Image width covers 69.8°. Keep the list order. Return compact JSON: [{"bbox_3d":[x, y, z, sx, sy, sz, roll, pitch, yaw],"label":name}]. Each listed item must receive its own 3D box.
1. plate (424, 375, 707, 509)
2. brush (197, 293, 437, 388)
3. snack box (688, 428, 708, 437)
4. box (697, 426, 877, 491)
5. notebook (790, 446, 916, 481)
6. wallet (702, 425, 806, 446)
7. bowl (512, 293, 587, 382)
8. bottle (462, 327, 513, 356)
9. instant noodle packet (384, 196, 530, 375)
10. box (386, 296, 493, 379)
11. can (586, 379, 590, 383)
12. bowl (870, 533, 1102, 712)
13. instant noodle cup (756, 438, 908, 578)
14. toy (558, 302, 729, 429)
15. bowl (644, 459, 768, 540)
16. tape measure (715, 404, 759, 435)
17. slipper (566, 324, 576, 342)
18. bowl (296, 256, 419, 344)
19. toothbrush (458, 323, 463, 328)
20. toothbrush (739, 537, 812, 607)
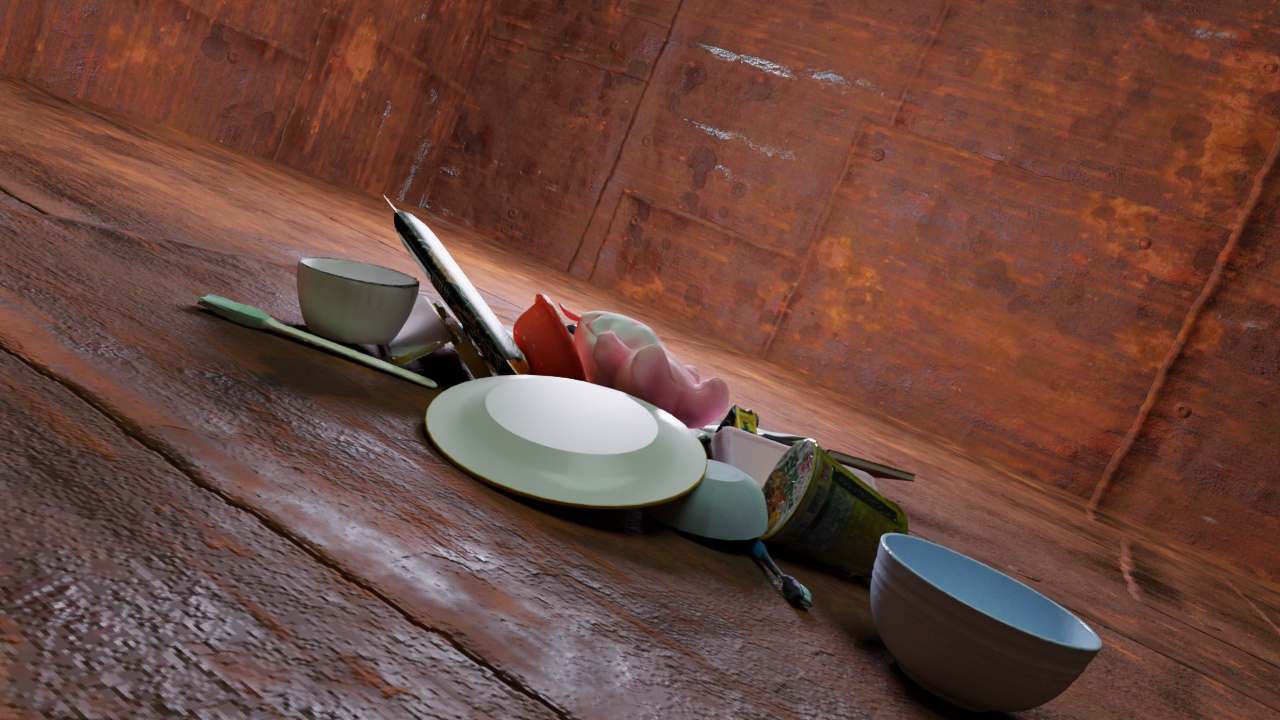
[{"bbox_3d":[-0.057,0.052,0.742,0.230,0.021,0.229,11,20,-4],"label":"plate"},{"bbox_3d":[-0.289,-0.015,0.835,0.217,0.012,0.033,22,7,-14],"label":"brush"},{"bbox_3d":[0.009,0.074,0.990,0.141,0.032,0.051,22,7,-2],"label":"snack box"},{"bbox_3d":[0.135,0.132,0.925,0.201,0.103,0.100,19,47,-26],"label":"box"},{"bbox_3d":[0.183,0.113,1.044,0.141,0.008,0.210,18,-11,-33],"label":"notebook"},{"bbox_3d":[0.140,0.100,1.137,0.086,0.032,0.116,9,-2,-31],"label":"wallet"},{"bbox_3d":[-0.104,-0.005,0.998,0.045,0.130,0.130,-24,24,-15],"label":"bowl"},{"bbox_3d":[-0.167,-0.017,1.103,0.116,0.041,0.041,26,8,27],"label":"bottle"},{"bbox_3d":[-0.177,-0.058,0.931,0.221,0.032,0.160,53,-6,6],"label":"instant noodle packet"},{"bbox_3d":[-0.224,-0.013,0.982,0.084,0.080,0.210,63,-10,-23],"label":"box"},{"bbox_3d":[-0.004,0.026,1.159,0.132,0.070,0.070,15,10,-44],"label":"can"},{"bbox_3d":[0.217,0.184,0.614,0.150,0.075,0.150,21,8,-3],"label":"bowl"},{"bbox_3d":[0.167,0.134,0.797,0.108,0.102,0.102,30,6,-9],"label":"instant noodle cup"},{"bbox_3d":[-0.006,0.006,0.971,0.142,0.084,0.213,27,6,-36],"label":"toy"},{"bbox_3d":[0.056,0.108,0.757,0.106,0.039,0.106,11,11,-2],"label":"bowl"},{"bbox_3d":[0.099,0.093,1.000,0.038,0.067,0.062,21,36,-17],"label":"tape measure"},{"bbox_3d":[-0.018,-0.007,1.257,0.252,0.095,0.105,24,4,-43],"label":"slipper"},{"bbox_3d":[-0.280,-0.057,0.901,0.116,0.066,0.116,13,11,-3],"label":"bowl"},{"bbox_3d":[-0.197,-0.034,1.249,0.016,0.016,0.180,29,9,28],"label":"toothbrush"},{"bbox_3d":[0.095,0.151,0.740,0.017,0.016,0.189,30,4,-19],"label":"toothbrush"}]
